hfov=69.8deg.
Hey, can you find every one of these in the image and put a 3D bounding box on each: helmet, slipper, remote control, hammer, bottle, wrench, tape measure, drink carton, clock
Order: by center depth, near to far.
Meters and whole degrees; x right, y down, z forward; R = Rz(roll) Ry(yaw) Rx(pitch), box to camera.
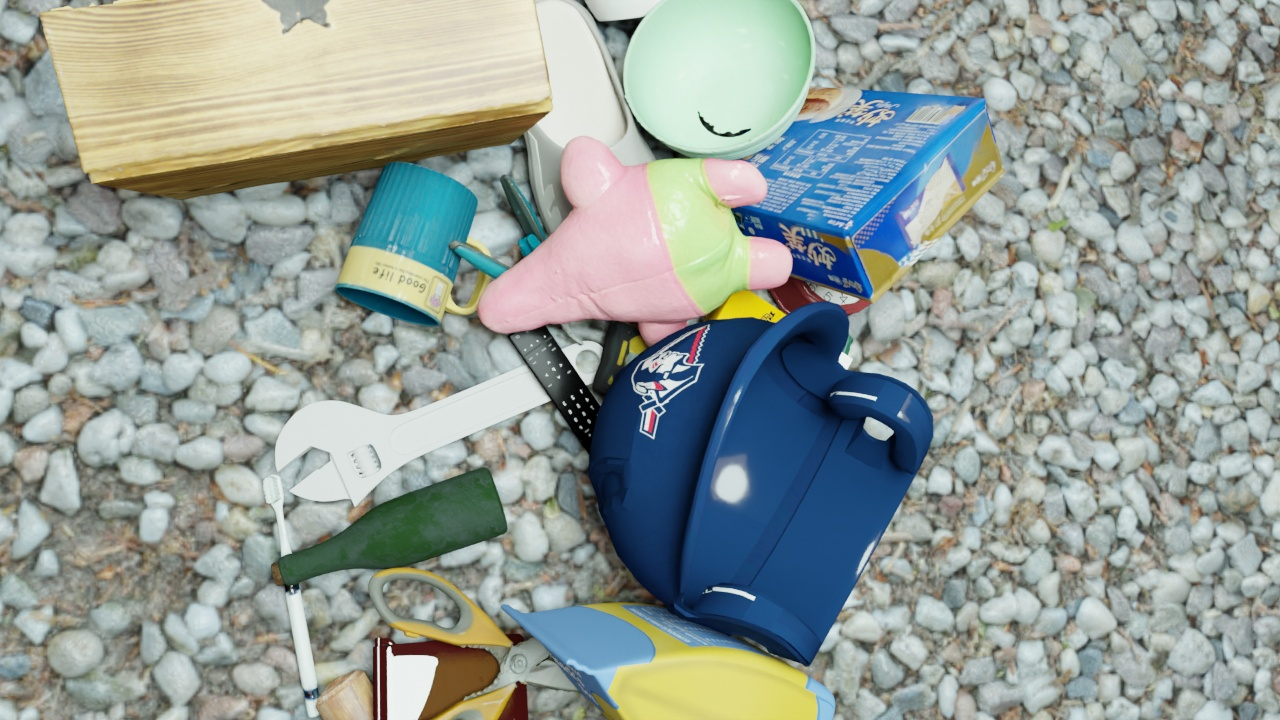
[{"bbox_3d":[0.071,0.068,0.658,0.223,0.273,0.231,29,63,18],"label":"helmet"},{"bbox_3d":[-0.142,0.362,0.694,0.157,0.037,0.301,-35,91,-13],"label":"hammer"},{"bbox_3d":[-0.192,0.134,0.700,0.174,0.055,0.055,-18,87,-13],"label":"bottle"},{"bbox_3d":[-0.155,0.036,0.740,0.273,0.018,0.086,-24,89,-14],"label":"wrench"},{"bbox_3d":[-0.045,-0.182,0.744,0.113,0.080,0.266,-18,87,2],"label":"slipper"},{"bbox_3d":[-0.057,0.029,0.751,0.030,0.009,0.140,-36,100,-15],"label":"remote control"},{"bbox_3d":[-0.004,0.004,0.759,0.061,0.034,0.061,18,77,-25],"label":"tape measure"},{"bbox_3d":[0.115,-0.010,0.777,0.122,0.059,0.040,33,78,-6],"label":"drink carton"},{"bbox_3d":[0.168,-0.087,0.798,0.096,0.048,0.137,47,71,-3],"label":"clock"}]

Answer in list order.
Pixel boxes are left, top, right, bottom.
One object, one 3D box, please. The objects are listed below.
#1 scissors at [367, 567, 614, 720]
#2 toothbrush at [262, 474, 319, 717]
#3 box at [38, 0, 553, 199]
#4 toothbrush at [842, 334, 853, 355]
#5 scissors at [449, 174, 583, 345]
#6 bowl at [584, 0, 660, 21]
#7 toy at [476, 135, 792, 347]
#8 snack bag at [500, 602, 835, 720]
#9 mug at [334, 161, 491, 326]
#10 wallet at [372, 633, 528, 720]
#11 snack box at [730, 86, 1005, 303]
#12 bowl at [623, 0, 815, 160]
[{"bbox_3d":[-0.114,0.243,0.692,0.225,0.016,0.216,27,63,-18],"label":"scissors"},{"bbox_3d":[-0.266,0.179,0.700,0.012,0.017,0.186,-12,86,2],"label":"toothbrush"},{"bbox_3d":[-0.244,-0.294,0.649,0.279,0.284,0.323,-14,99,-13],"label":"box"},{"bbox_3d":[0.156,0.068,0.798,0.017,0.016,0.189,19,80,-6],"label":"toothbrush"},{"bbox_3d":[-0.093,-0.076,0.733,0.124,0.019,0.154,-22,95,-45],"label":"scissors"},{"bbox_3d":[0.000,-0.325,0.767,0.116,0.116,0.066,-16,115,-13],"label":"bowl"},{"bbox_3d":[-0.013,-0.074,0.685,0.237,0.096,0.192,-19,122,9],"label":"toy"},{"bbox_3d":[0.009,0.230,0.660,0.205,0.159,0.102,29,78,-21],"label":"snack bag"},{"bbox_3d":[-0.169,-0.084,0.726,0.113,0.083,0.107,25,74,-36],"label":"mug"},{"bbox_3d":[-0.143,0.253,0.693,0.115,0.018,0.091,4,71,-27],"label":"wallet"},{"bbox_3d":[0.151,-0.141,0.725,0.155,0.203,0.069,-44,125,-13],"label":"snack box"},{"bbox_3d":[0.068,-0.223,0.739,0.151,0.077,0.150,-4,77,16],"label":"bowl"}]
